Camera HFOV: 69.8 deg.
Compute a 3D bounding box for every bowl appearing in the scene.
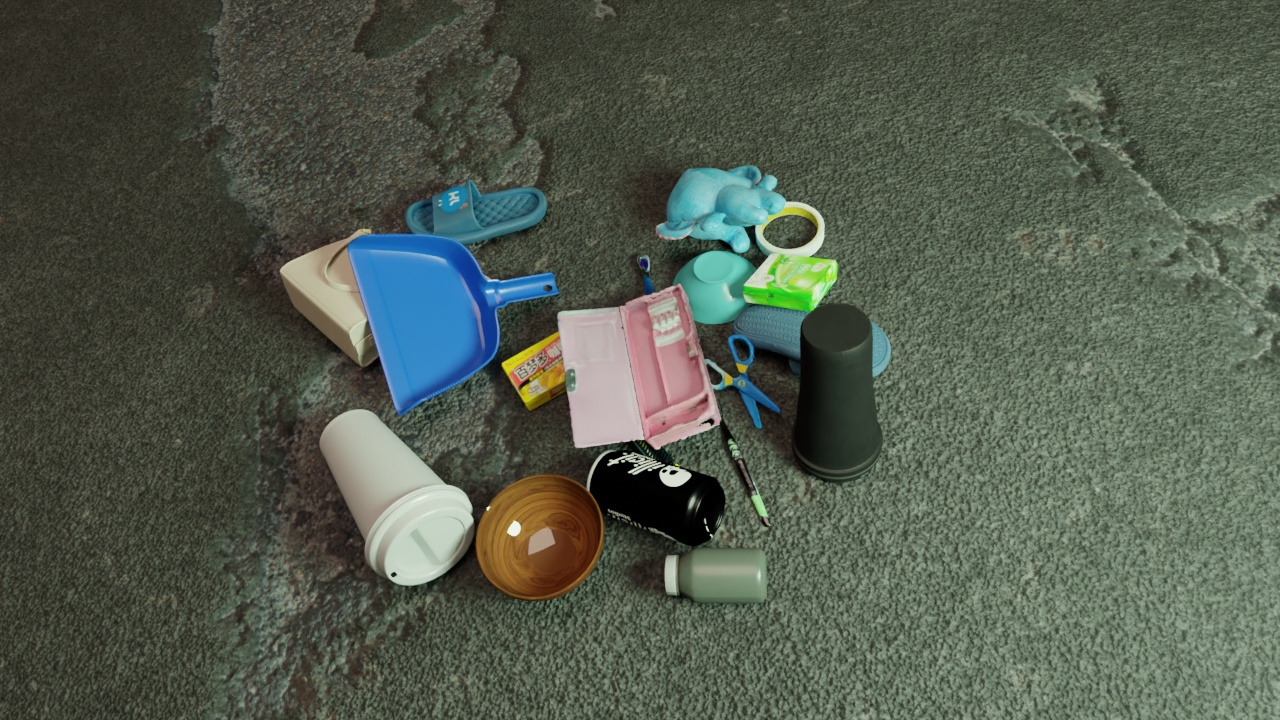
[{"bbox_3d":[-0.108,0.211,1.052,0.147,0.069,0.147,-6,58,9],"label":"bowl"},{"bbox_3d":[0.100,-0.112,1.232,0.121,0.046,0.121,-5,57,8],"label":"bowl"}]

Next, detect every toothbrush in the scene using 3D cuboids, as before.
[{"bbox_3d":[0.117,0.116,1.103,0.014,0.017,0.187,-24,58,2],"label":"toothbrush"}]

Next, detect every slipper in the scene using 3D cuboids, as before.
[{"bbox_3d":[0.214,-0.025,1.151,0.214,0.059,0.103,20,53,37],"label":"slipper"},{"bbox_3d":[-0.246,-0.222,1.358,0.214,0.059,0.103,-7,52,1],"label":"slipper"}]

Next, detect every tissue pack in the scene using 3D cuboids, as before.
[{"bbox_3d":[0.194,-0.102,1.191,0.100,0.034,0.113,10,37,28],"label":"tissue pack"}]

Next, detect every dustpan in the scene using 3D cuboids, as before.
[{"bbox_3d":[-0.232,-0.075,1.240,0.257,0.060,0.245,-13,77,-30],"label":"dustpan"}]

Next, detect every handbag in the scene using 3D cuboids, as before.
[{"bbox_3d":[-0.372,-0.110,1.304,0.195,0.101,0.197,36,58,28],"label":"handbag"}]

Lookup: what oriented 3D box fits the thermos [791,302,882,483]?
[{"bbox_3d":[0.217,0.036,1.018,0.106,0.219,0.105,-6,49,7],"label":"thermos"}]

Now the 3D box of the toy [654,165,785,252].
[{"bbox_3d":[0.122,-0.203,1.252,0.183,0.115,0.181,-38,38,-25],"label":"toy"}]

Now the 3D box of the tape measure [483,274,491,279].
[{"bbox_3d":[-0.229,-0.091,1.300,0.064,0.017,0.064,31,68,26],"label":"tape measure"}]

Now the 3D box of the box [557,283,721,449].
[{"bbox_3d":[-0.006,0.011,1.138,0.180,0.051,0.232,-13,47,3],"label":"box"}]

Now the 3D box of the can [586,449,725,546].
[{"bbox_3d":[0.017,0.154,1.046,0.146,0.080,0.080,14,61,33],"label":"can"}]

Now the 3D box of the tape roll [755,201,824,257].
[{"bbox_3d":[0.207,-0.179,1.271,0.094,0.019,0.093,-5,57,7],"label":"tape roll"}]

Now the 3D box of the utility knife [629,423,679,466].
[{"bbox_3d":[0.022,0.119,1.117,0.028,0.020,0.186,-34,59,-12],"label":"utility knife"}]

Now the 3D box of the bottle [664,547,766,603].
[{"bbox_3d":[0.083,0.236,1.006,0.108,0.060,0.060,-2,58,9],"label":"bottle"}]

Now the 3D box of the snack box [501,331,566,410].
[{"bbox_3d":[-0.100,-0.001,1.213,0.152,0.025,0.075,-30,57,-9],"label":"snack box"}]

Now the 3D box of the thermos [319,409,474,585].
[{"bbox_3d":[-0.303,0.154,1.102,0.131,0.132,0.222,-38,51,-14],"label":"thermos"}]

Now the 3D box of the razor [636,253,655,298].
[{"bbox_3d":[0.012,-0.094,1.255,0.044,0.018,0.140,-13,56,3],"label":"razor"}]

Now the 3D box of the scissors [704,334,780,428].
[{"bbox_3d":[0.120,0.035,1.146,0.097,0.020,0.132,-29,67,24],"label":"scissors"}]
